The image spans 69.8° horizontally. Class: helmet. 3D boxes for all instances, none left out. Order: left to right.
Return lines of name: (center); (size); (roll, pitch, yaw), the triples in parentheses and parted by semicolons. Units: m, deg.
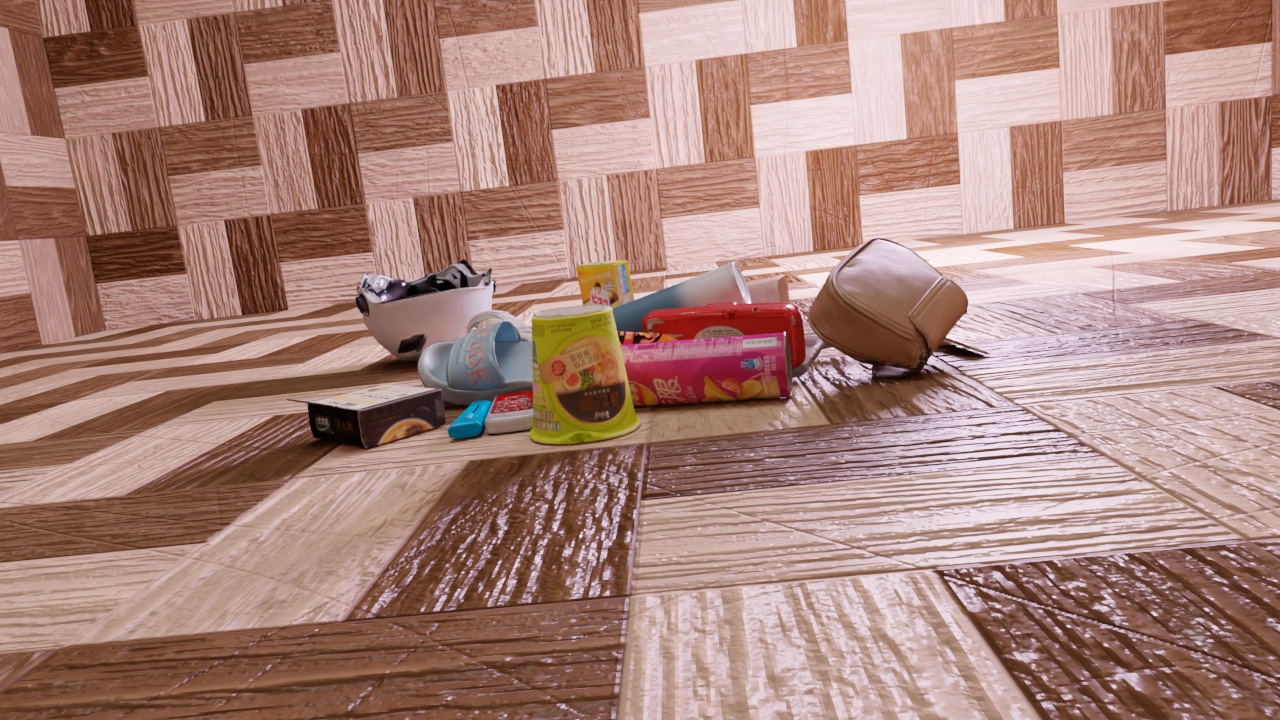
helmet: (-0.354, -0.072, 1.535); (0.228, 0.146, 0.259); (-12, 19, -24)

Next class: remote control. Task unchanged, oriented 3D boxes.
remote control: (-0.137, 0.054, 1.002); (0.056, 0.020, 0.136); (-6, 9, -3)

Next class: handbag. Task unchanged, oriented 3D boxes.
handbag: (0.280, -0.058, 1.049); (0.148, 0.100, 0.203); (35, 39, 17)

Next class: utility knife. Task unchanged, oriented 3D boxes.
utility knife: (-0.182, 0.060, 1.005); (0.034, 0.018, 0.159); (-7, 8, -1)

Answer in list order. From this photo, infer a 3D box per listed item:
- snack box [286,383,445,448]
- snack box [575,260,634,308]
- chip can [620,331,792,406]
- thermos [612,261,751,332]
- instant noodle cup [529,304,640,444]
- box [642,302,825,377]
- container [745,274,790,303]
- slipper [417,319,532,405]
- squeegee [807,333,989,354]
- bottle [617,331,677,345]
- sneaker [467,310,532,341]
snack box: (-0.298, 0.056, 1.000); (0.113, 0.053, 0.125); (3, 14, 44)
snack box: (-0.045, -0.075, 1.345); (0.033, 0.140, 0.087); (-18, 15, -40)
chip can: (0.053, 0.012, 0.973); (0.211, 0.071, 0.071); (-4, 10, 13)
thermos: (0.031, -0.058, 1.176); (0.221, 0.070, 0.070); (-20, 5, 18)
instant noodle cup: (-0.062, 0.009, 0.903); (0.112, 0.123, 0.111); (-6, 10, 1)
box: (0.111, -0.026, 1.091); (0.202, 0.095, 0.101); (-2, 13, 32)
container: (0.161, -0.073, 1.361); (0.111, 0.090, 0.089); (-6, 9, 19)
slipper: (-0.157, -0.002, 1.109); (0.246, 0.074, 0.103); (-2, 37, 11)
squeegee: (0.268, -0.029, 1.161); (0.246, 0.039, 0.246); (-7, 10, -2)
bottle: (-0.027, -0.007, 1.053); (0.149, 0.067, 0.066); (11, 10, 0)
sneaker: (-0.185, -0.012, 1.263); (0.090, 0.089, 0.243); (-20, 22, -38)
